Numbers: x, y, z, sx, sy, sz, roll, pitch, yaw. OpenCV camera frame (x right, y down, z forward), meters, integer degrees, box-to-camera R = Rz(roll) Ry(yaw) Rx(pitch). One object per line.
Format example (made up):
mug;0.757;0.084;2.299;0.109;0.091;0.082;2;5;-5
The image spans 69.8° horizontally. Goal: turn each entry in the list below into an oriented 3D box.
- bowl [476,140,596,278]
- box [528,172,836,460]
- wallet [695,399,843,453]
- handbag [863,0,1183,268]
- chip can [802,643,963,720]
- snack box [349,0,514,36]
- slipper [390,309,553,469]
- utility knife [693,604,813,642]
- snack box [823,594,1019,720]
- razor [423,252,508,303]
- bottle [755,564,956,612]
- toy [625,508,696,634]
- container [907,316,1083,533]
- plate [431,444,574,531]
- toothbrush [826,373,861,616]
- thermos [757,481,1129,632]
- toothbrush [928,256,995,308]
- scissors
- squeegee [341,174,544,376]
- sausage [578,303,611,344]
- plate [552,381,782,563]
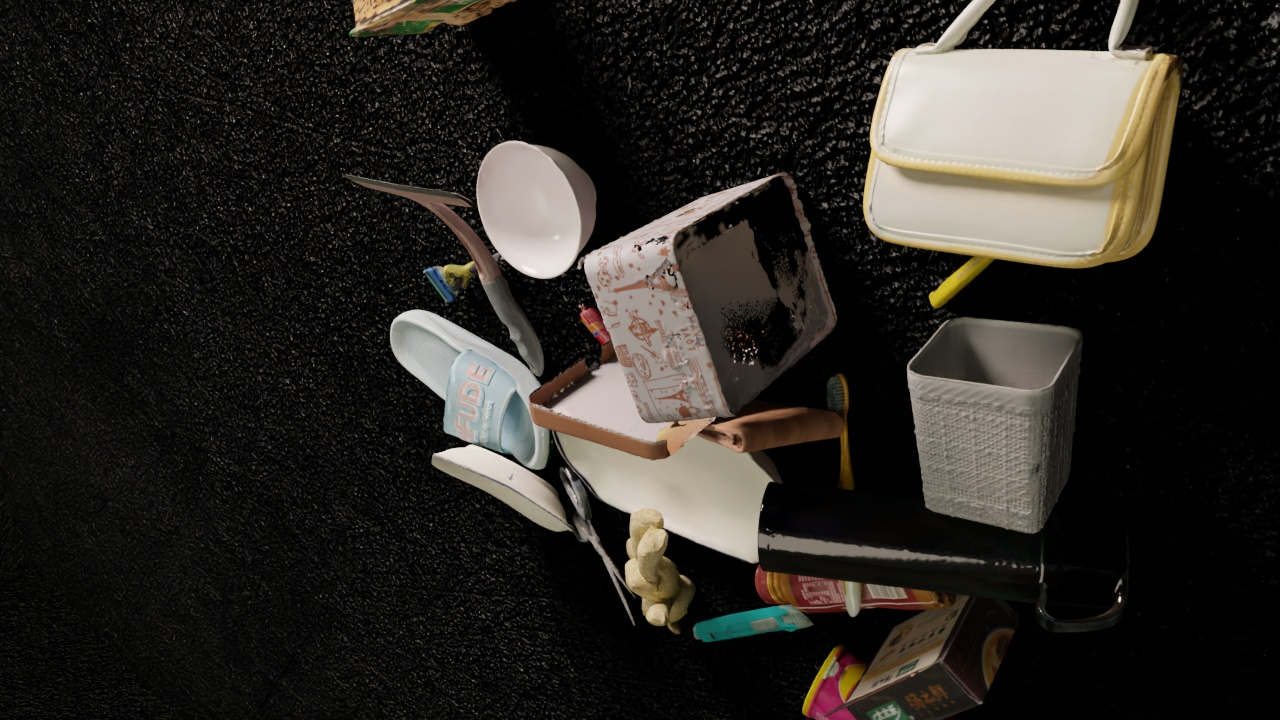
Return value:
bowl;-0.077;-0.136;0.791;0.118;0.064;0.118;20;125;31
box;0.018;-0.030;0.693;0.193;0.182;0.156;-7;108;39
wallet;0.083;0.047;0.718;0.115;0.101;0.020;12;104;56
handbag;0.215;-0.148;0.531;0.163;0.063;0.179;18;115;39
chip can;0.247;0.327;0.777;0.211;0.071;0.072;26;128;26
snack box;-0.174;-0.328;0.731;0.118;0.117;0.105;-6;105;39
slipper;-0.188;0.029;0.974;0.245;0.074;0.104;34;131;23
utility knife;0.104;0.261;0.901;0.158;0.013;0.029;-28;93;46
snack box;0.218;0.237;0.709;0.053;0.125;0.114;46;135;7
razor;-0.162;-0.094;0.918;0.143;0.022;0.042;-14;121;44
bottle;0.174;0.180;0.763;0.175;0.057;0.057;-17;102;45
toy;0.017;0.203;0.890;0.157;0.066;0.105;78;167;-45
container;0.237;0.043;0.612;0.090;0.090;0.114;10;123;37
plate;-0.142;0.131;0.975;0.164;0.034;0.164;30;164;-7
toothbrush;0.159;0.106;0.717;0.016;0.018;0.191;-3;91;53
thermos;0.205;0.136;0.646;0.243;0.089;0.068;3;124;22
toothbrush;0.245;-0.096;0.574;0.016;0.015;0.191;50;136;13
scissors;-0.047;0.183;0.931;0.160;0.014;0.175;163;89;-72
squeegee;-0.151;-0.081;0.870;0.248;0.040;0.250;20;150;50
sausage;-0.005;0.005;0.843;0.156;0.020;0.020;47;135;10
plate;0.026;0.092;0.840;0.266;0.034;0.162;16;134;36
